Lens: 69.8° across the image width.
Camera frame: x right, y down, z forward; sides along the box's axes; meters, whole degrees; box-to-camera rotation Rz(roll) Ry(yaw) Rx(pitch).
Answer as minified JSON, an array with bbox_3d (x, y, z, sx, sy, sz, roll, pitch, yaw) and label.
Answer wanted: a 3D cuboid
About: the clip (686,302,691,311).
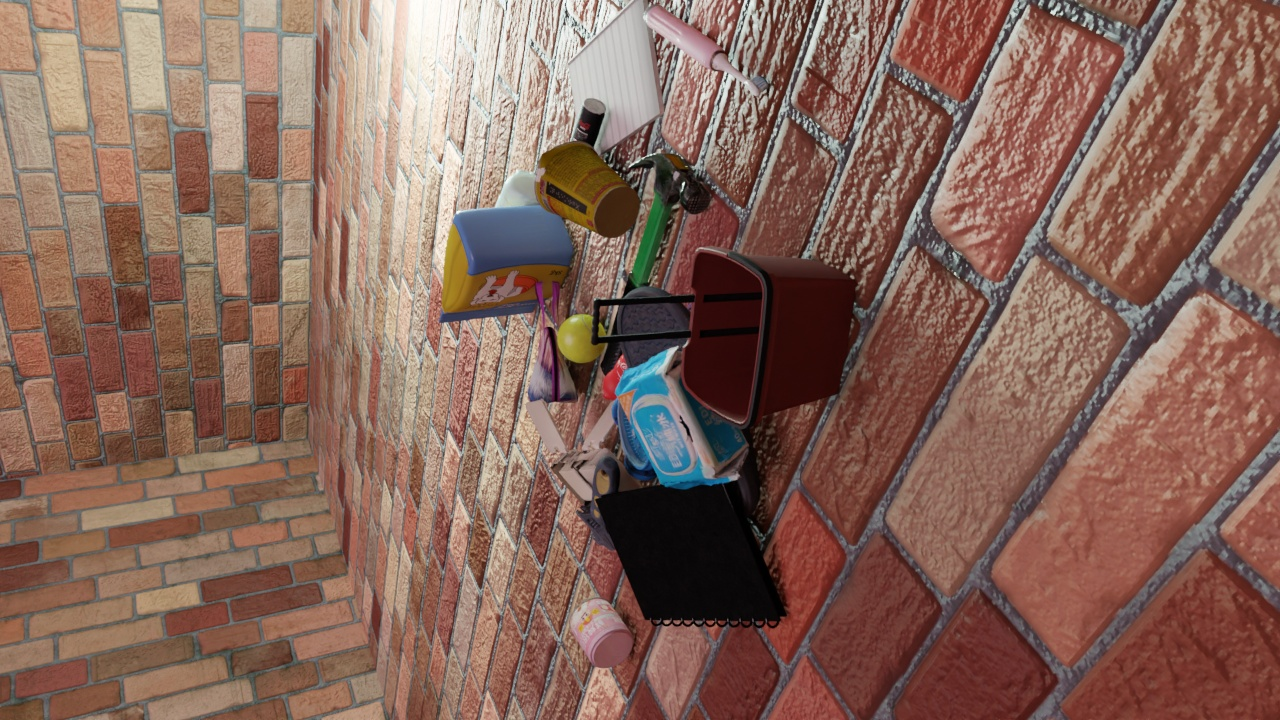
[{"bbox_3d":[0.055,-0.049,1.032,0.036,0.013,0.052,64,144,29],"label":"clip"}]

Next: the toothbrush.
[{"bbox_3d":[0.065,-0.317,0.939,0.222,0.026,0.027,52,-178,43],"label":"toothbrush"}]

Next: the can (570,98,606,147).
[{"bbox_3d":[-0.069,-0.291,1.163,0.031,0.031,0.081,65,147,30],"label":"can"}]

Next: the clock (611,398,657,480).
[{"bbox_3d":[0.012,0.081,1.086,0.162,0.060,0.116,131,126,-60],"label":"clock"}]

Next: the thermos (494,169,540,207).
[{"bbox_3d":[-0.200,-0.205,1.406,0.207,0.065,0.077,128,144,-53],"label":"thermos"}]

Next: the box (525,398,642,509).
[{"bbox_3d":[-0.056,0.115,1.217,0.145,0.100,0.186,-12,106,59],"label":"box"}]

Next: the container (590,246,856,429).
[{"bbox_3d":[0.075,-0.023,0.803,0.127,0.200,0.148,36,127,54],"label":"container"}]

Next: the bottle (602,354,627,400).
[{"bbox_3d":[-0.007,0.007,1.123,0.142,0.041,0.042,-52,52,50],"label":"bottle"}]

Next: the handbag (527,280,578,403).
[{"bbox_3d":[-0.128,-0.028,1.293,0.144,0.068,0.170,-136,43,-75],"label":"handbag"}]

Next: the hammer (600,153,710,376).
[{"bbox_3d":[-0.001,-0.102,1.103,0.130,0.032,0.320,57,143,38],"label":"hammer"}]

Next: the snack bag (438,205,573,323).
[{"bbox_3d":[-0.204,-0.123,1.335,0.102,0.158,0.206,67,149,26],"label":"snack bag"}]

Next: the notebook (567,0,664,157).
[{"bbox_3d":[-0.035,-0.340,1.133,0.210,0.009,0.142,-12,86,61],"label":"notebook"}]

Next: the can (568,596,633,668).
[{"bbox_3d":[-0.054,0.376,1.269,0.076,0.067,0.067,42,131,52],"label":"can"}]

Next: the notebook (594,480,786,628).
[{"bbox_3d":[0.049,0.218,1.020,0.232,0.019,0.169,-20,93,51],"label":"notebook"}]

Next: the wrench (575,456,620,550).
[{"bbox_3d":[-0.049,0.187,1.177,0.073,0.022,0.274,38,153,14],"label":"wrench"}]

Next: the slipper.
[{"bbox_3d":[0.069,0.038,0.971,0.111,0.083,0.268,-16,99,50],"label":"slipper"}]

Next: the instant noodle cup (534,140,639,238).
[{"bbox_3d":[-0.059,-0.204,1.133,0.112,0.100,0.100,40,131,38],"label":"instant noodle cup"}]

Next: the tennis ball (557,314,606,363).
[{"bbox_3d":[-0.078,-0.029,1.223,0.065,0.065,0.065,22,115,58],"label":"tennis ball"}]

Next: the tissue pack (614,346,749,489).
[{"bbox_3d":[0.040,0.063,0.906,0.093,0.061,0.144,-24,96,48],"label":"tissue pack"}]
